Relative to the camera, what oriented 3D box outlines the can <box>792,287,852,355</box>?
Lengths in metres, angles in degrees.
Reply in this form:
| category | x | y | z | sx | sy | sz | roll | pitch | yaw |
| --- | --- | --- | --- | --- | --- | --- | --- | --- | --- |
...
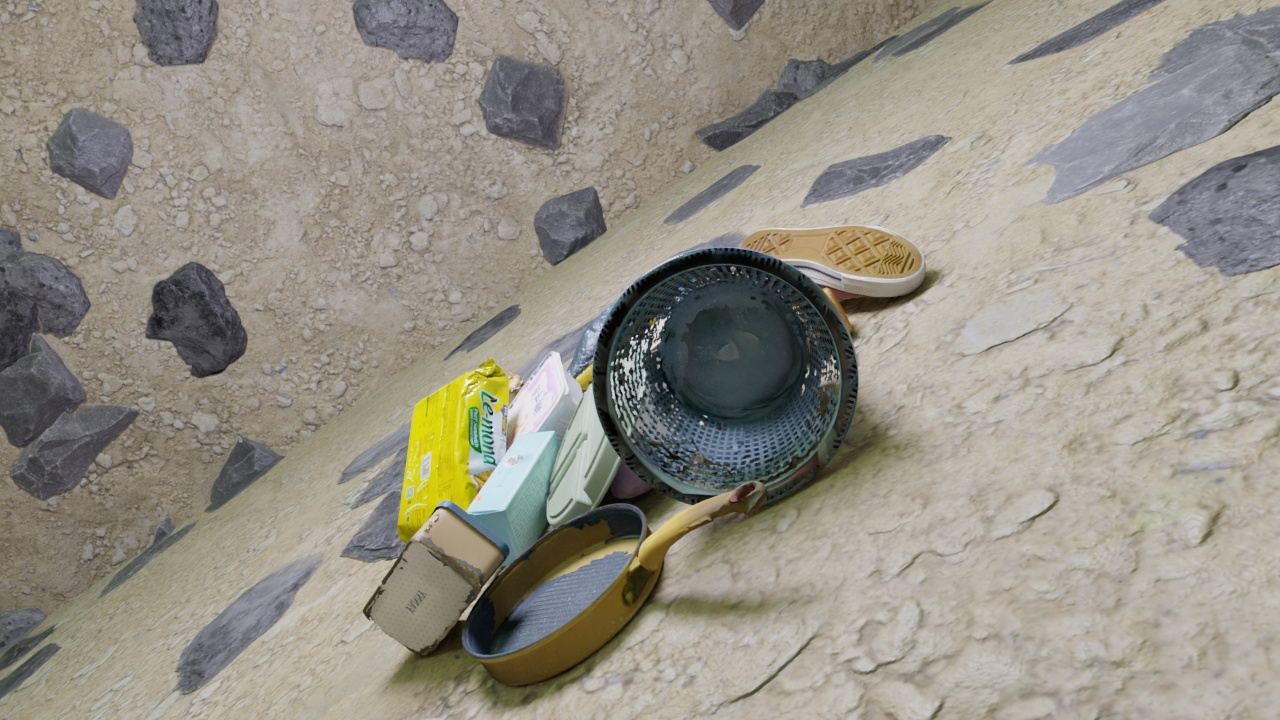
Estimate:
| category | x | y | z | sx | sy | sz | roll | pitch | yaw |
| --- | --- | --- | --- | --- | --- | --- | --- | --- | --- |
| can | 0.162 | -0.023 | 1.036 | 0.146 | 0.058 | 0.058 | -30 | 15 | 16 |

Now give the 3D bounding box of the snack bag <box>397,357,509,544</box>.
| category | x | y | z | sx | sy | sz | roll | pitch | yaw |
| --- | --- | --- | --- | --- | --- | --- | --- | --- | --- |
| snack bag | -0.244 | 0.132 | 1.181 | 0.158 | 0.068 | 0.246 | -28 | 51 | 38 |

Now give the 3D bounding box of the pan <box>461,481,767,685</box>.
| category | x | y | z | sx | sy | sz | roll | pitch | yaw |
| --- | --- | --- | --- | --- | --- | --- | --- | --- | --- |
| pan | -0.022 | 0.171 | 0.774 | 0.359 | 0.078 | 0.197 | -22 | 19 | 40 |

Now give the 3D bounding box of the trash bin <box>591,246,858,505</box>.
| category | x | y | z | sx | sy | sz | roll | pitch | yaw |
| --- | --- | --- | --- | --- | --- | --- | --- | --- | --- |
| trash bin | 0.085 | 0.005 | 0.867 | 0.227 | 0.226 | 0.195 | -31 | 2 | 13 |

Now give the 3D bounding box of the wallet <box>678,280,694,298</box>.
| category | x | y | z | sx | sy | sz | roll | pitch | yaw |
| --- | --- | --- | --- | --- | --- | --- | --- | --- | --- |
| wallet | 0.073 | -0.022 | 1.090 | 0.040 | 0.133 | 0.106 | -9 | 17 | 2 |

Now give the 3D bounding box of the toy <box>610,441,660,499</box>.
| category | x | y | z | sx | sy | sz | roll | pitch | yaw |
| --- | --- | --- | --- | --- | --- | --- | --- | --- | --- |
| toy | -0.013 | 0.120 | 0.994 | 0.084 | 0.039 | 0.108 | -36 | 17 | -7 |

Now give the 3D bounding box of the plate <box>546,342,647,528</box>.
| category | x | y | z | sx | sy | sz | roll | pitch | yaw |
| --- | --- | --- | --- | --- | --- | --- | --- | --- | --- |
| plate | -0.051 | 0.081 | 1.002 | 0.231 | 0.027 | 0.229 | -60 | 15 | 27 |

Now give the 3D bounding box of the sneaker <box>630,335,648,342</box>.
| category | x | y | z | sx | sy | sz | roll | pitch | yaw |
| --- | --- | --- | --- | --- | --- | --- | --- | --- | --- |
| sneaker | -0.007 | 0.007 | 1.189 | 0.089 | 0.091 | 0.242 | 3 | 4 | -11 |

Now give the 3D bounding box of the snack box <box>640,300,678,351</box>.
| category | x | y | z | sx | sy | sz | roll | pitch | yaw |
| --- | --- | --- | --- | --- | --- | --- | --- | --- | --- |
| snack box | 0.041 | -0.034 | 1.343 | 0.125 | 0.053 | 0.113 | -39 | 15 | -22 |

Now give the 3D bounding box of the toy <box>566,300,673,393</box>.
| category | x | y | z | sx | sy | sz | roll | pitch | yaw |
| --- | --- | --- | --- | --- | --- | --- | --- | --- | --- |
| toy | -0.034 | -0.036 | 1.468 | 0.355 | 0.091 | 0.138 | -45 | -9 | -41 |

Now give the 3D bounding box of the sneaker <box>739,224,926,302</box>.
| category | x | y | z | sx | sy | sz | roll | pitch | yaw |
| --- | --- | --- | --- | --- | --- | --- | --- | --- | --- |
| sneaker | 0.230 | -0.103 | 1.098 | 0.241 | 0.088 | 0.118 | 11 | 55 | 40 |

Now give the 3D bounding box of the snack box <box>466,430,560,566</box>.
| category | x | y | z | sx | sy | sz | roll | pitch | yaw |
| --- | --- | --- | --- | --- | --- | --- | --- | --- | --- |
| snack box | -0.137 | 0.155 | 1.055 | 0.052 | 0.074 | 0.174 | -7 | 24 | 18 |

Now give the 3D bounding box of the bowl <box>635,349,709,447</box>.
| category | x | y | z | sx | sy | sz | roll | pitch | yaw |
| --- | --- | --- | --- | --- | --- | --- | --- | --- | --- |
| bowl | 0.043 | 0.045 | 1.028 | 0.114 | 0.113 | 0.062 | -30 | -27 | 14 |

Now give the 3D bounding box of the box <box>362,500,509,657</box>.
| category | x | y | z | sx | sy | sz | roll | pitch | yaw |
| --- | --- | --- | --- | --- | --- | --- | --- | --- | --- |
| box | -0.201 | 0.214 | 0.900 | 0.185 | 0.090 | 0.062 | -49 | 3 | 37 |

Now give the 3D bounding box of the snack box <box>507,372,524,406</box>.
| category | x | y | z | sx | sy | sz | roll | pitch | yaw |
| --- | --- | --- | --- | --- | --- | --- | --- | --- | --- |
| snack box | -0.196 | 0.095 | 1.338 | 0.117 | 0.105 | 0.118 | -39 | 14 | -10 |

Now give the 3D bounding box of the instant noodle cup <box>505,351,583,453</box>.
| category | x | y | z | sx | sy | sz | roll | pitch | yaw |
| --- | --- | --- | --- | --- | --- | --- | --- | --- | --- |
| instant noodle cup | -0.133 | 0.088 | 1.203 | 0.174 | 0.060 | 0.138 | -52 | 25 | 14 |
